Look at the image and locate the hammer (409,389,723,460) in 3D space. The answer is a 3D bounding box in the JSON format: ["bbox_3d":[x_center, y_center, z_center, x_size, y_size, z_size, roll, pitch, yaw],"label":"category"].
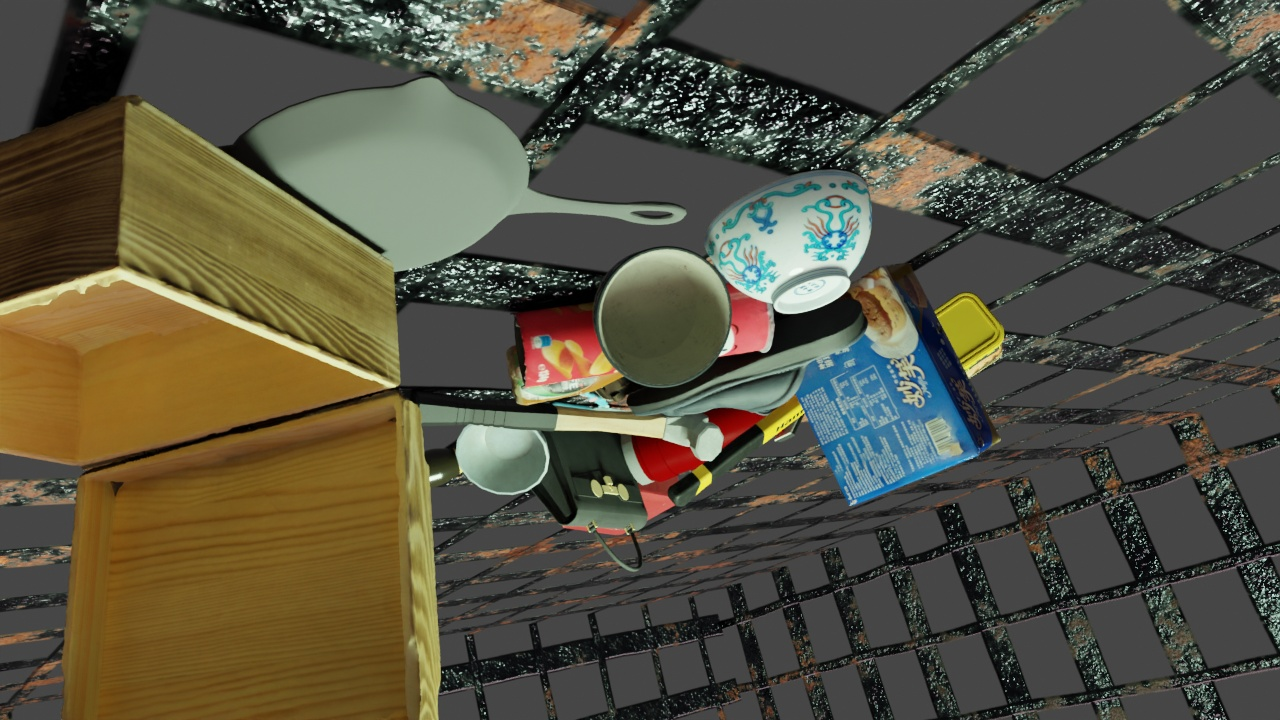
[{"bbox_3d":[-0.079,0.062,0.982,0.327,0.039,0.131,6,-170,-24],"label":"hammer"}]

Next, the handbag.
[{"bbox_3d":[-0.055,0.173,1.127,0.072,0.195,0.175,-40,153,17],"label":"handbag"}]

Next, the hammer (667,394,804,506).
[{"bbox_3d":[0.161,0.067,1.071,0.323,0.034,0.170,-34,153,-18],"label":"hammer"}]

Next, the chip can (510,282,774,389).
[{"bbox_3d":[0.001,-0.026,0.839,0.232,0.073,0.073,-9,159,-13],"label":"chip can"}]

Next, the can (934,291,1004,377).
[{"bbox_3d":[0.365,-0.008,1.106,0.135,0.075,0.104,-36,158,12],"label":"can"}]

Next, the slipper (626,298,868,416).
[{"bbox_3d":[0.112,0.024,0.932,0.266,0.083,0.108,-20,-159,24],"label":"slipper"}]

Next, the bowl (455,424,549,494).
[{"bbox_3d":[-0.155,0.099,1.053,0.106,0.106,0.039,-20,-157,14],"label":"bowl"}]

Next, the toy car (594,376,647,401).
[{"bbox_3d":[-0.006,0.006,0.961,0.113,0.048,0.040,-24,-158,29],"label":"toy car"}]

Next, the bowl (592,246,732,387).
[{"bbox_3d":[0.012,-0.040,0.769,0.115,0.115,0.059,-10,-166,-13],"label":"bowl"}]

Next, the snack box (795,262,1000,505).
[{"bbox_3d":[0.245,0.025,0.943,0.069,0.202,0.155,-13,165,-48],"label":"snack box"}]

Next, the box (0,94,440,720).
[{"bbox_3d":[-0.297,0.092,0.536,0.279,0.336,0.286,-15,163,14],"label":"box"}]

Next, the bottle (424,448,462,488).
[{"bbox_3d":[-0.236,0.126,1.115,0.184,0.045,0.045,-15,161,-21],"label":"bottle"}]

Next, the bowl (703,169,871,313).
[{"bbox_3d":[0.132,-0.086,0.766,0.144,0.074,0.144,-13,160,-5],"label":"bowl"}]

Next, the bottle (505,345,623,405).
[{"bbox_3d":[-0.044,0.000,0.891,0.167,0.059,0.059,-11,160,-10],"label":"bottle"}]

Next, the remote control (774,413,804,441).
[{"bbox_3d":[0.207,0.068,1.210,0.028,0.012,0.123,-32,-167,39],"label":"remote control"}]

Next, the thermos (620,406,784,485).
[{"bbox_3d":[0.073,0.084,1.180,0.199,0.083,0.108,-23,130,15],"label":"thermos"}]

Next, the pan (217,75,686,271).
[{"bbox_3d":[-0.114,-0.103,0.623,0.353,0.024,0.217,-2,156,-33],"label":"pan"}]

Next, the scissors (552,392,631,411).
[{"bbox_3d":[-0.062,0.062,1.109,0.095,0.015,0.142,-19,154,9],"label":"scissors"}]

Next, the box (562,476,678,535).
[{"bbox_3d":[-0.035,0.193,1.363,0.129,0.097,0.158,11,148,-42],"label":"box"}]
